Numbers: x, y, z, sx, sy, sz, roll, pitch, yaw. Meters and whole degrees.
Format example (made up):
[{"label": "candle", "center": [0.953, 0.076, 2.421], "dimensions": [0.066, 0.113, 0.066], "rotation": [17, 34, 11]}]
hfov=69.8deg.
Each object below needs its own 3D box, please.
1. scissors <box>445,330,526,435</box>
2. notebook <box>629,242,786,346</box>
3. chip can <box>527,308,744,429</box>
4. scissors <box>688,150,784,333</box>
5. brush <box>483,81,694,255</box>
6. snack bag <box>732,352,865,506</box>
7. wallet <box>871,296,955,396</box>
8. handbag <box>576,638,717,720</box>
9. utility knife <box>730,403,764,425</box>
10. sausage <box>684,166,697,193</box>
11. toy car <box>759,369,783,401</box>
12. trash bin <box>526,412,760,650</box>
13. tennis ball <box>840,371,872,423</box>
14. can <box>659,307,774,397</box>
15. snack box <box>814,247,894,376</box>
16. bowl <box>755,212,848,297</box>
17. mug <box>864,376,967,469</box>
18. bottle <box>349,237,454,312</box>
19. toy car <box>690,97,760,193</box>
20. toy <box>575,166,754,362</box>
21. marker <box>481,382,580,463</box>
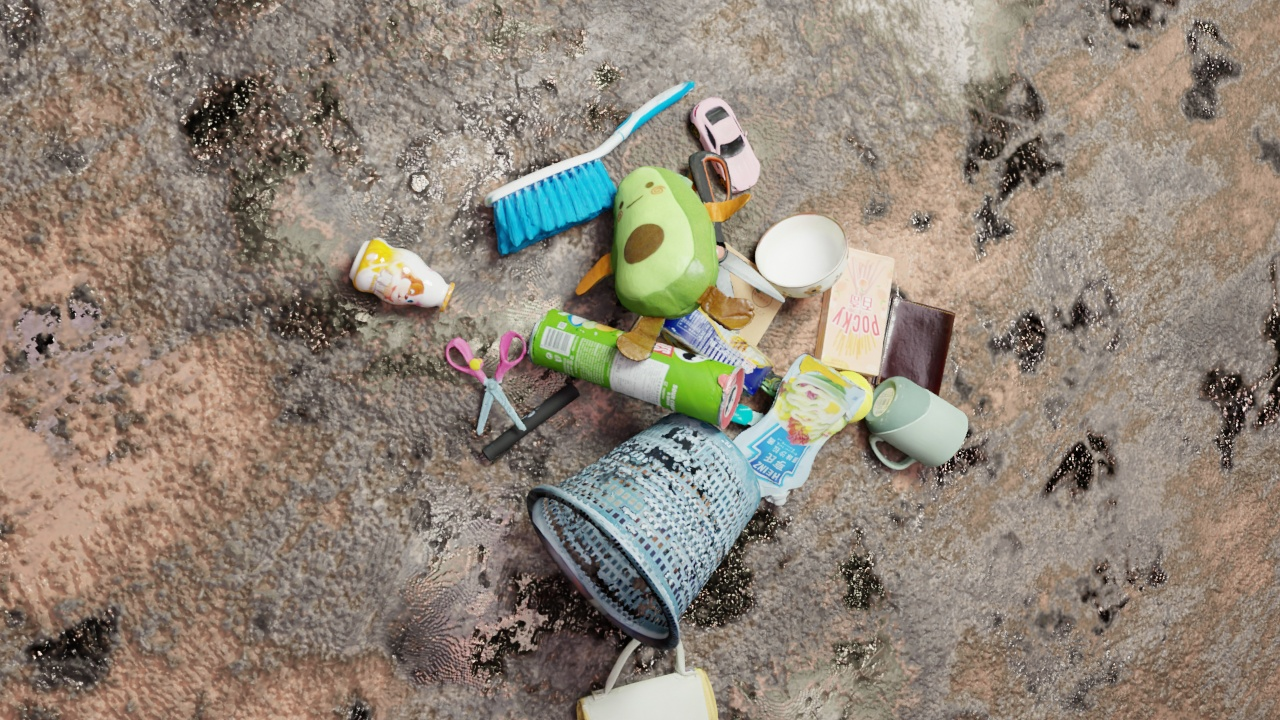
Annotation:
[{"label": "scissors", "center": [-0.164, 0.021, 1.042], "dimensions": [0.128, 0.017, 0.133], "rotation": [-36, 89, 16]}, {"label": "notebook", "center": [0.077, -0.044, 1.137], "dimensions": [0.148, 0.008, 0.207], "rotation": [35, 79, -12]}, {"label": "chip can", "center": [-0.006, 0.006, 1.020], "dimensions": [0.236, 0.072, 0.072], "rotation": [18, 82, 17]}, {"label": "scissors", "center": [0.082, -0.151, 1.100], "dimensions": [0.221, 0.022, 0.222], "rotation": [18, 82, 2]}, {"label": "brush", "center": [-0.045, -0.233, 1.089], "dimensions": [0.314, 0.061, 0.109], "rotation": [-26, 92, -18]}, {"label": "snack bag", "center": [0.182, 0.089, 1.119], "dimensions": [0.110, 0.039, 0.191], "rotation": [29, 104, -22]}, {"label": "wallet", "center": [0.362, -0.016, 1.213], "dimensions": [0.096, 0.020, 0.122], "rotation": [14, 85, -10]}, {"label": "handbag", "center": [0.008, 0.409, 1.076], "dimensions": [0.163, 0.063, 0.178], "rotation": [-8, 87, -18]}, {"label": "utility knife", "center": [0.095, 0.058, 1.126], "dimensions": [0.209, 0.013, 0.029], "rotation": [19, 81, -12]}, {"label": "sausage", "center": [0.044, -0.171, 1.125], "dimensions": [0.021, 0.021, 0.165], "rotation": [23, 81, -14]}, {"label": "toy car", "center": [0.182, 0.041, 1.144], "dimensions": [0.091, 0.043, 0.036], "rotation": [29, 105, -21]}, {"label": "trash bin", "center": [0.020, 0.171, 1.021], "dimensions": [0.194, 0.227, 0.226], "rotation": [-40, 99, -27]}, {"label": "tennis ball", "center": [0.260, 0.046, 1.156], "dimensions": [0.065, 0.065, 0.065], "rotation": [1, 88, -16]}, {"label": "can", "center": [0.088, -0.016, 1.096], "dimensions": [0.148, 0.075, 0.049], "rotation": [36, 82, -11]}, {"label": "snack box", "center": [0.276, -0.063, 1.185], "dimensions": [0.084, 0.026, 0.157], "rotation": [10, 85, -15]}, {"label": "bowl", "center": [0.205, -0.121, 1.138], "dimensions": [0.113, 0.113, 0.062], "rotation": [-52, 142, -12]}, {"label": "mug", "center": [0.340, 0.087, 1.176], "dimensions": [0.106, 0.082, 0.112], "rotation": [29, 112, -13]}, {"label": "bottle", "center": [-0.261, -0.090, 1.012], "dimensions": [0.108, 0.063, 0.063], "rotation": [23, 82, -14]}, {"label": "toy car", "center": [0.107, -0.268, 1.140], "dimensions": [0.056, 0.037, 0.122], "rotation": [-31, 97, -13]}, {"label": "toy", "center": [0.025, -0.120, 1.015], "dimensions": [0.227, 0.090, 0.246], "rotation": [-24, 57, 15]}, {"label": "marker", "center": [-0.126, 0.072, 1.068], "dimensions": [0.132, 0.020, 0.022], "rotation": [-38, 96, -14]}]
